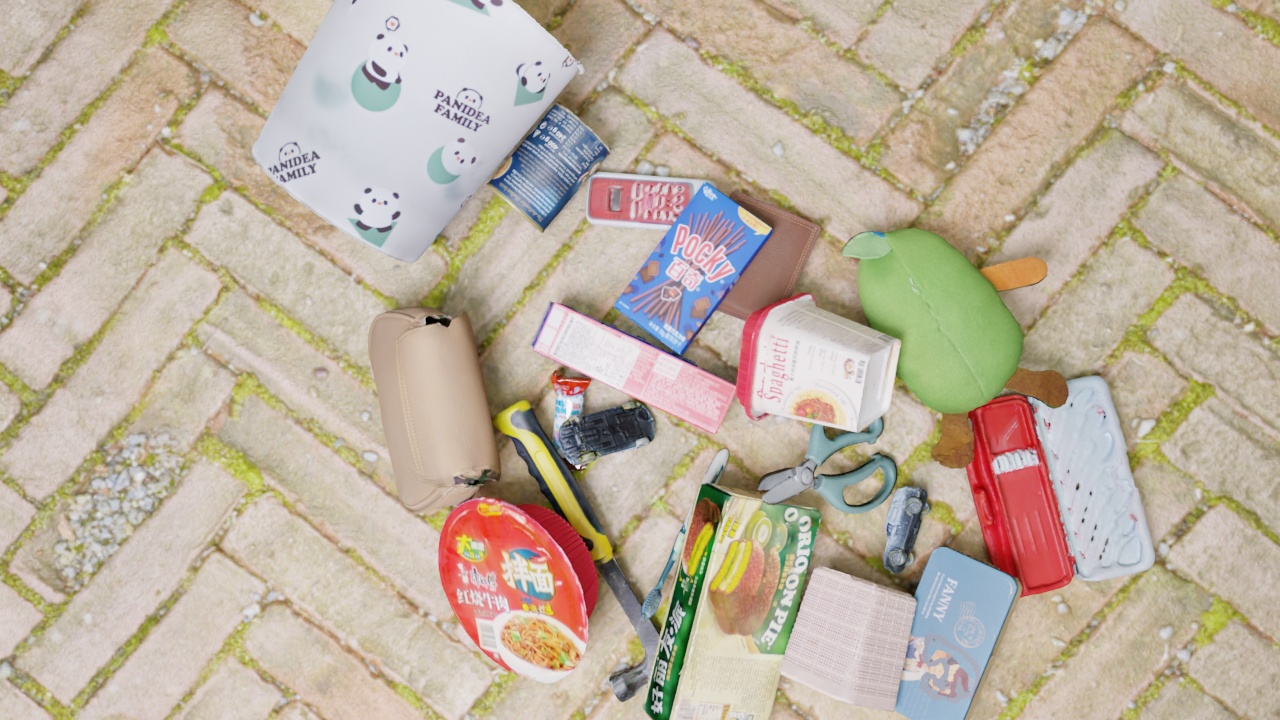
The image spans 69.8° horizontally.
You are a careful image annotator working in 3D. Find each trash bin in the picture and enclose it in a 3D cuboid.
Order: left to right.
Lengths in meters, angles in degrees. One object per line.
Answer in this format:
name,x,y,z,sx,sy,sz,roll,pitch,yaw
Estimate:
trash bin,-0.218,-0.246,0.874,0.229,0.229,0.252,37,97,3

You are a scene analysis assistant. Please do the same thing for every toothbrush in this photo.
toothbrush,0.047,0.173,0.925,0.016,0.018,0.191,31,74,-9

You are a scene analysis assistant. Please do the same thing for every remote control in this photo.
remote control,0.012,-0.164,0.954,0.136,0.020,0.056,5,89,3

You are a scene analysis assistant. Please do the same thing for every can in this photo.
can,-0.092,-0.196,0.932,0.075,0.075,0.111,40,91,3

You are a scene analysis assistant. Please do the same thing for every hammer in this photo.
hammer,-0.047,0.183,0.936,0.126,0.032,0.323,-31,93,1

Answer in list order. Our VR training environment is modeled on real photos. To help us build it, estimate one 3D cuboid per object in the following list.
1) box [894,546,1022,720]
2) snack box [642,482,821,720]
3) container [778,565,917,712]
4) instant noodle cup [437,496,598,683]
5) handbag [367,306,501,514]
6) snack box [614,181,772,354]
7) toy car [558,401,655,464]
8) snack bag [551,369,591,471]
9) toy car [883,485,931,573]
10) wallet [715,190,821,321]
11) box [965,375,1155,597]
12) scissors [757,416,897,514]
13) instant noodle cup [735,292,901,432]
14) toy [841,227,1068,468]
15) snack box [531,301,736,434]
box,0.306,0.268,0.900,0.090,0.059,0.184,20,92,32
snack box,0.090,0.247,0.902,0.114,0.063,0.240,13,90,-27
container,0.204,0.267,0.889,0.089,0.090,0.111,24,80,-38
instant noodle cup,-0.111,0.215,0.905,0.194,0.065,0.194,12,112,32
handbag,-0.200,0.045,0.908,0.099,0.148,0.204,-12,90,-34
snack box,0.053,-0.092,0.924,0.084,0.026,0.157,37,93,10
toy car,-0.034,0.074,0.934,0.105,0.031,0.049,-12,76,-30
snack bag,-0.075,0.063,0.953,0.045,0.026,0.105,4,94,4
toy car,0.266,0.170,0.927,0.034,0.043,0.090,15,87,30
wallet,0.116,-0.102,0.944,0.101,0.032,0.124,23,90,6
box,0.414,0.127,0.922,0.158,0.038,0.201,-14,88,2
scissors,0.187,0.118,0.904,0.179,0.019,0.139,-27,95,-29
instant noodle cup,0.170,0.007,0.872,0.124,0.116,0.116,18,116,34
toy,0.297,-0.029,0.903,0.227,0.090,0.246,-31,83,9
snack box,-0.006,0.005,0.935,0.207,0.057,0.058,25,93,3
